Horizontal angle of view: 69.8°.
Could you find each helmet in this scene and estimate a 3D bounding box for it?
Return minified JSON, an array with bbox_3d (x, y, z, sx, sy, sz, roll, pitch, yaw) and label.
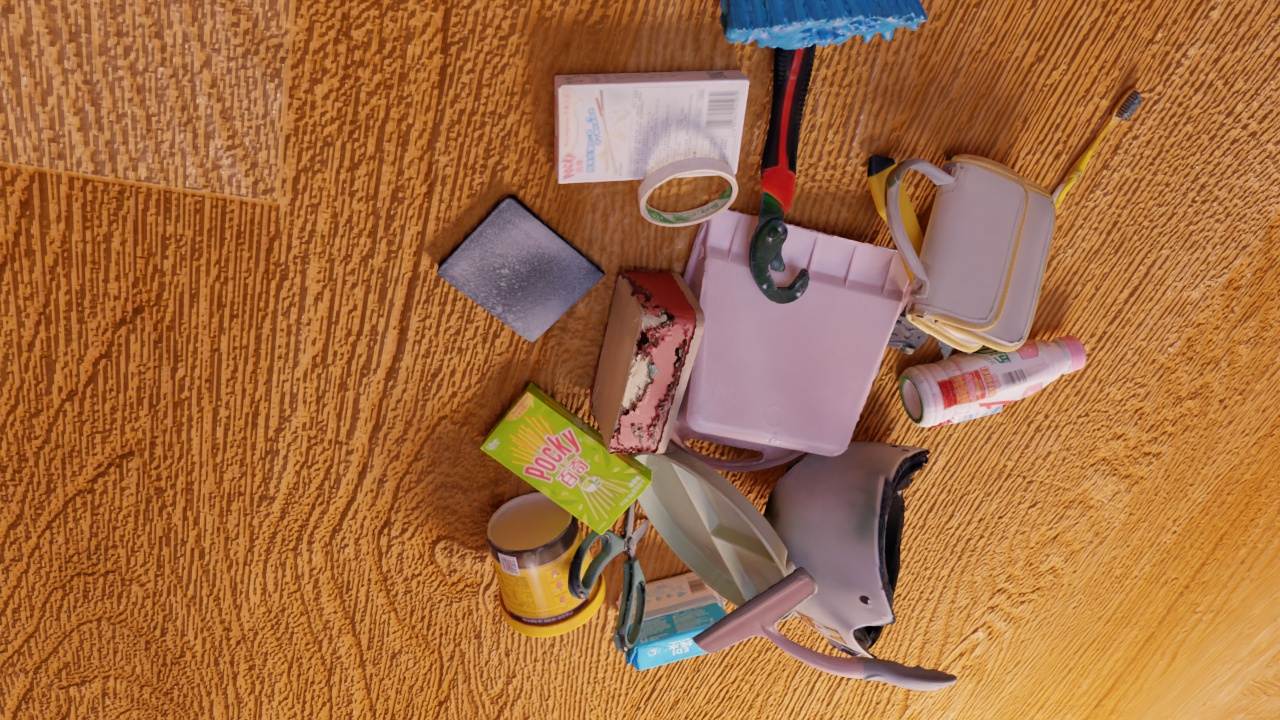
[{"bbox_3d":[0.214,0.195,1.010,0.157,0.229,0.274,13,160,16],"label":"helmet"}]

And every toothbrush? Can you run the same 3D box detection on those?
[{"bbox_3d":[0.420,-0.174,0.889,0.016,0.018,0.192,13,122,-23],"label":"toothbrush"}]

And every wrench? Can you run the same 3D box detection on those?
[{"bbox_3d":[0.124,-0.175,0.777,0.056,0.016,0.274,-5,117,-9],"label":"wrench"}]

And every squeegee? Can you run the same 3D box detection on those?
[{"bbox_3d":[0.209,0.298,0.918,0.249,0.040,0.248,20,144,-10],"label":"squeegee"}]

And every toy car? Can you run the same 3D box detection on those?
[{"bbox_3d":[0.256,-0.036,0.941,0.090,0.034,0.043,10,121,-21],"label":"toy car"}]

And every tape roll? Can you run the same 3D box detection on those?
[{"bbox_3d":[0.040,-0.142,0.784,0.086,0.014,0.086,-9,158,-4],"label":"tape roll"}]

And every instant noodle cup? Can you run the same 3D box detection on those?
[{"bbox_3d":[-0.106,0.214,0.985,0.118,0.118,0.114,-15,122,-4],"label":"instant noodle cup"}]

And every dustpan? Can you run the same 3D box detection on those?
[{"bbox_3d":[0.121,-0.007,0.921,0.222,0.139,0.273,14,95,-12],"label":"dustpan"}]

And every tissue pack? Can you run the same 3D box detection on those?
[{"bbox_3d":[0.042,0.318,1.120,0.140,0.090,0.063,-14,130,-5],"label":"tissue pack"}]

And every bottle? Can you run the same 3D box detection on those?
[{"bbox_3d":[0.384,0.016,0.999,0.197,0.068,0.068,-16,130,-7],"label":"bottle"}]

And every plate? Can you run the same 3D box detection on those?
[{"bbox_3d":[0.075,0.177,0.952,0.027,0.230,0.230,-40,134,-24],"label":"plate"}]

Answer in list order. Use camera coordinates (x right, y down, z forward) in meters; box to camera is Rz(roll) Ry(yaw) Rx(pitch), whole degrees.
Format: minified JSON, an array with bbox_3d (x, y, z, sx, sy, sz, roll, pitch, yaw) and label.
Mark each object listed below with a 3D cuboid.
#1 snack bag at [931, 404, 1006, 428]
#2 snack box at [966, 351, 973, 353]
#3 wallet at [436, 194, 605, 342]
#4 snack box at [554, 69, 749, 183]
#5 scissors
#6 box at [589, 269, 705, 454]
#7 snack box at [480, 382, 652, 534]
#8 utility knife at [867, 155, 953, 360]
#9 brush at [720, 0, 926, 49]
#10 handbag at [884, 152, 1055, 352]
[{"bbox_3d":[0.380,0.053,1.051,0.104,0.026,0.048,-12,141,-6],"label":"snack bag"},{"bbox_3d":[0.329,-0.074,0.937,0.075,0.026,0.153,-40,127,15],"label":"snack box"},{"bbox_3d":[-0.105,-0.080,0.815,0.097,0.019,0.121,-42,125,15],"label":"wallet"},{"bbox_3d":[0.008,-0.191,0.752,0.156,0.026,0.085,-5,129,-12],"label":"snack box"},{"bbox_3d":[-0.031,0.228,0.987,0.019,0.170,0.181,-1,167,31],"label":"scissors"},{"bbox_3d":[-0.005,0.005,0.860,0.075,0.091,0.169,-1,127,-21],"label":"box"},{"bbox_3d":[-0.074,0.100,0.921,0.156,0.026,0.086,38,111,-11],"label":"snack box"},{"bbox_3d":[0.253,-0.095,0.854,0.033,0.015,0.209,-28,104,-13],"label":"utility knife"},{"bbox_3d":[0.057,-0.286,0.668,0.314,0.060,0.109,-8,93,-14],"label":"brush"},{"bbox_3d":[0.289,-0.105,0.830,0.178,0.063,0.163,21,81,-25],"label":"handbag"}]
